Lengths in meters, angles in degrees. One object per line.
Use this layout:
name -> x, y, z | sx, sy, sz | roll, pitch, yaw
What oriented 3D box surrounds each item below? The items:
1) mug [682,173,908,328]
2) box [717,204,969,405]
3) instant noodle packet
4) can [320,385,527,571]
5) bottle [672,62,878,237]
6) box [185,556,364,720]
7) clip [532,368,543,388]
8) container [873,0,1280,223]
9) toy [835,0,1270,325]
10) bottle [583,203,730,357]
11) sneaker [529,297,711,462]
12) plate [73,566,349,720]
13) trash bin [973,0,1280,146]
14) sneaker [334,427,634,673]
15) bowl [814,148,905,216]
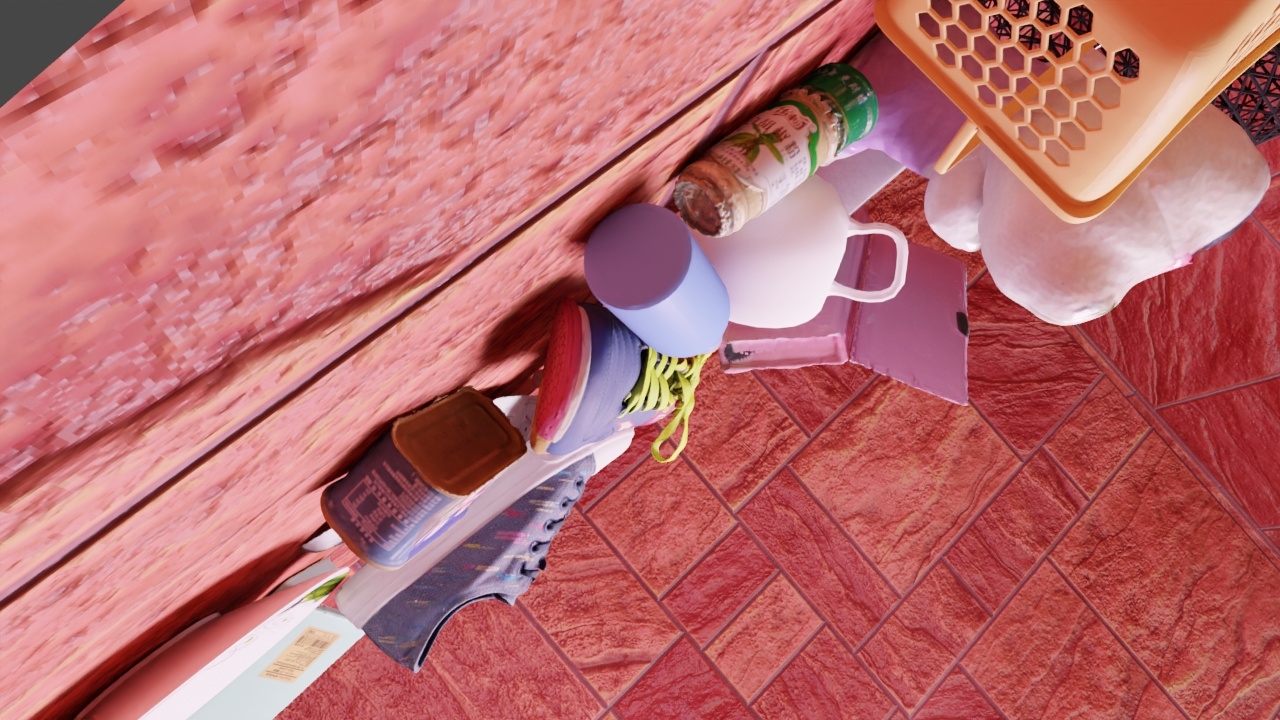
mug -> 0.084, -0.064, 0.496 | 0.090, 0.124, 0.076 | -68, 168, -61
box -> 0.162, -0.056, 0.696 | 0.232, 0.180, 0.055 | -63, 158, -56
instant noodle packet -> -0.120, 0.076, 0.671 | 0.147, 0.057, 0.269 | -42, 173, 8
can -> -0.105, 0.056, 0.463 | 0.059, 0.054, 0.099 | -44, 177, 20
bottle -> 0.064, -0.100, 0.436 | 0.109, 0.042, 0.043 | -38, 177, -23
box -> -0.287, 0.239, 0.678 | 0.189, 0.079, 0.077 | -41, 177, 7
clip -> -0.056, 0.001, 0.684 | 0.057, 0.022, 0.035 | -35, -179, 1
container -> 0.194, -0.158, 0.351 | 0.183, 0.129, 0.167 | -41, 171, -1
toy -> 0.197, -0.115, 0.472 | 0.137, 0.209, 0.085 | -44, 151, -1
bottle -> 0.017, -0.027, 0.434 | 0.048, 0.048, 0.131 | -41, 158, 4
sneaker -> -0.004, 0.004, 0.532 | 0.241, 0.091, 0.116 | -49, 154, -85
plate -> -0.267, 0.184, 0.514 | 0.229, 0.030, 0.229 | -41, 178, -2
trash bin -> 0.306, -0.202, 0.574 | 0.244, 0.217, 0.216 | -34, -178, 34
sneaker -> -0.089, 0.120, 0.633 | 0.235, 0.079, 0.088 | -36, 169, -18
bowl -> 0.129, -0.128, 0.645 | 0.132, 0.064, 0.132 | -41, 178, -2
